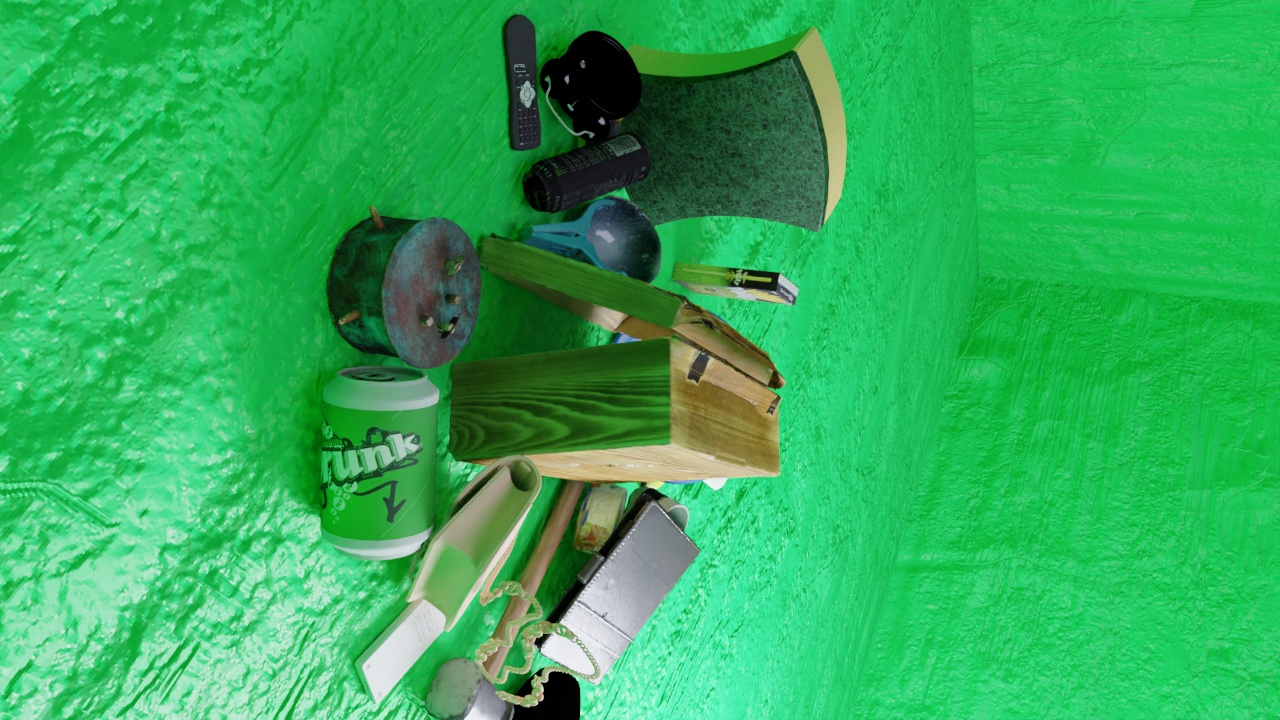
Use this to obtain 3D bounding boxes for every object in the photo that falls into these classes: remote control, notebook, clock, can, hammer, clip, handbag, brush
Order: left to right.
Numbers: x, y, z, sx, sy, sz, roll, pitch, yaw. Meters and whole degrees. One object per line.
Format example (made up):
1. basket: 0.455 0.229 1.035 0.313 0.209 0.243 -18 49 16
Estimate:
1. can: -0.206 0.079 0.725 0.087 0.088 0.140 -12 109 -60
2. remote control: -0.209 0.250 0.852 0.135 0.011 0.050 -46 137 -47
3. clock: -0.176 -0.053 0.757 0.157 0.073 0.121 26 75 -62
4. handbag: -0.105 0.199 0.818 0.116 0.187 0.199 -50 176 -40
5. remote control: -0.112 -0.264 0.877 0.046 0.009 0.124 -31 125 -55
6. hammer: -0.123 0.247 0.982 0.327 0.052 0.098 -64 148 -34
7. clip: -0.056 -0.133 0.934 0.121 0.033 0.119 36 60 -28
8. clock: -0.052 -0.273 0.917 0.091 0.043 0.120 49 51 -20
9. can: -0.052 -0.191 0.929 0.137 0.054 0.054 -27 124 -33
10. can: -0.046 0.186 1.076 0.086 0.043 0.086 16 88 -83
11. notebook: -0.024 0.269 1.064 0.208 0.029 0.169 -53 141 -14
12. brush: 0.091 -0.245 1.003 0.075 0.251 0.195 -54 138 -40

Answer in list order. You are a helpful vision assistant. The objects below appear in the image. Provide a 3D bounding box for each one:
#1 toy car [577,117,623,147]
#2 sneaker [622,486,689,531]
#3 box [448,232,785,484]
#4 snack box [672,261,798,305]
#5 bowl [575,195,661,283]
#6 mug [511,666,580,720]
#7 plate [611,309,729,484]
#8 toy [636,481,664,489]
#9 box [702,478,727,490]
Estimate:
1. toy car: -0.046 -0.235 0.981 0.049 0.030 0.107 -1 101 -45
2. sneaker: -0.032 0.265 1.136 0.084 0.079 0.235 35 84 -50
3. box: 0.000 0.004 0.911 0.279 0.259 0.220 26 63 -60
4. snack box: 0.126 -0.102 1.222 0.080 0.148 0.025 21 80 -61
5. bowl: -0.033 -0.120 1.002 0.110 0.055 0.110 12 70 -37
6. mug: -0.113 0.407 1.024 0.100 0.085 0.119 -65 180 -48
7. plate: 0.047 0.041 1.146 0.224 0.024 0.224 2 86 -26
8. toy: 0.023 0.118 1.209 0.115 0.046 0.092 -47 137 -57
9. box: 0.101 0.081 1.284 0.211 0.084 0.185 50 46 -61
